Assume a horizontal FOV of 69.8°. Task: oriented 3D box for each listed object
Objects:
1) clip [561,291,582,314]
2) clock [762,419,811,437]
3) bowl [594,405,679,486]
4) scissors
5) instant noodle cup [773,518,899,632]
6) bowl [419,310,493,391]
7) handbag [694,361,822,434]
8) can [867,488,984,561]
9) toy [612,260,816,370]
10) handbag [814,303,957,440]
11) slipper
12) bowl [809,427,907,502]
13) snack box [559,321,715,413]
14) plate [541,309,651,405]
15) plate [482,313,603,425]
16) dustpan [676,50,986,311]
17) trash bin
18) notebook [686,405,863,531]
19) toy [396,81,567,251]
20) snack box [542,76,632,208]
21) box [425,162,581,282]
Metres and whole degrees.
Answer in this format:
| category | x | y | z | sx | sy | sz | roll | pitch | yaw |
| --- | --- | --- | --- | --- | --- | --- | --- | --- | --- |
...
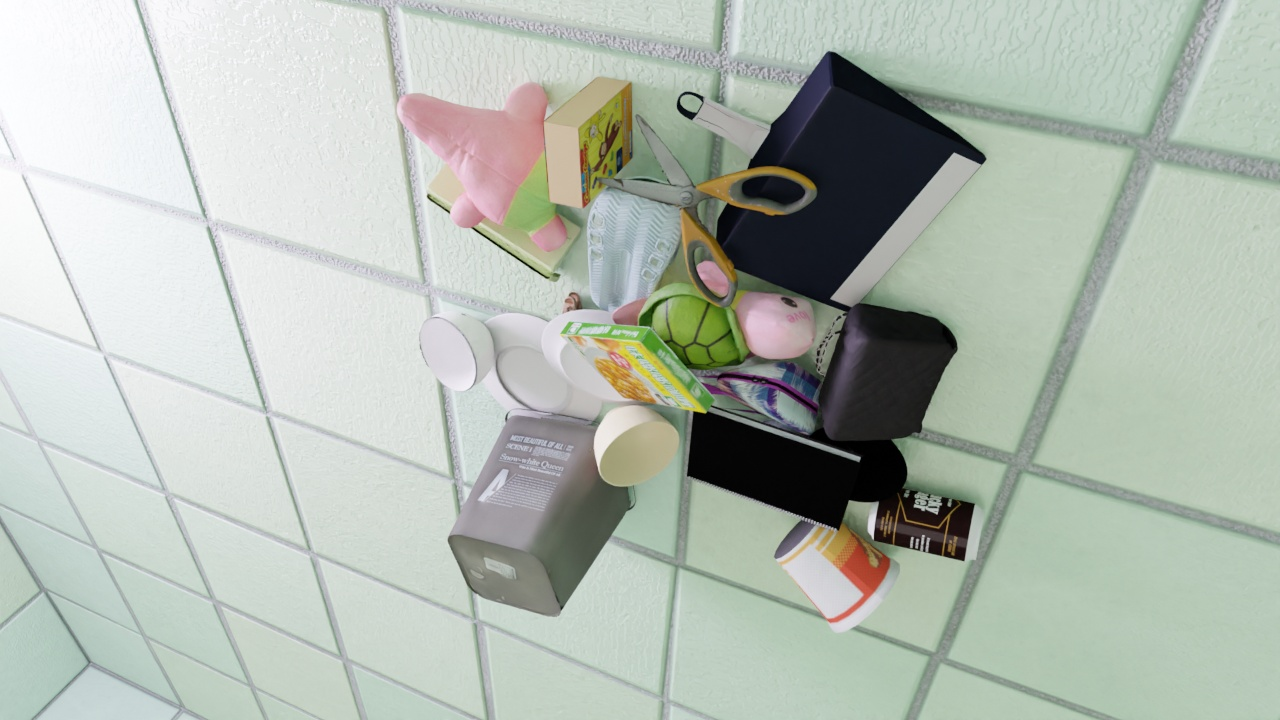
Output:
| category | x | y | z | sx | sy | sz | roll | pitch | yaw |
| --- | --- | --- | --- | --- | --- | --- | --- | --- | --- |
| clip | -0.091 | -0.058 | 1.193 | 0.024 | 0.044 | 0.062 | 14 | 145 | 17 |
| clock | 0.190 | 0.131 | 1.178 | 0.129 | 0.052 | 0.090 | 41 | 134 | -12 |
| bowl | -0.016 | 0.103 | 1.245 | 0.074 | 0.117 | 0.118 | -124 | 29 | -42 |
| scissors | 0.063 | -0.147 | 0.935 | 0.225 | 0.016 | 0.225 | 9 | 126 | 15 |
| instant noodle cup | 0.253 | 0.270 | 1.213 | 0.121 | 0.123 | 0.124 | 43 | 134 | 2 |
| bowl | -0.248 | -0.019 | 1.283 | 0.113 | 0.063 | 0.114 | 21 | 126 | 31 |
| handbag | 0.126 | 0.042 | 1.121 | 0.170 | 0.068 | 0.144 | 3 | 160 | 43 |
| can | 0.350 | 0.199 | 1.127 | 0.129 | 0.071 | 0.072 | 10 | 130 | 22 |
| toy | 0.085 | -0.038 | 1.053 | 0.238 | 0.087 | 0.190 | 3 | 144 | 22 |
| handbag | 0.271 | 0.006 | 1.024 | 0.125 | 0.114 | 0.154 | 5 | 128 | -4 |
| slipper | -0.006 | -0.132 | 1.061 | 0.104 | 0.074 | 0.246 | 23 | 150 | 4 |
| bowl | 0.266 | 0.109 | 1.114 | 0.124 | 0.052 | 0.124 | 15 | 132 | 18 |
| snack box | -0.007 | 0.006 | 1.097 | 0.168 | 0.027 | 0.132 | 7 | 146 | 53 |
| plate | -0.042 | 0.006 | 1.197 | 0.189 | 0.016 | 0.189 | 12 | 142 | 10 |
| plate | -0.150 | 0.025 | 1.305 | 0.209 | 0.015 | 0.209 | 15 | 131 | 18 |
| dustpan | 0.160 | -0.195 | 0.939 | 0.273 | 0.080 | 0.237 | 20 | 136 | -14 |
| trash bin | -0.144 | 0.219 | 1.305 | 0.198 | 0.219 | 0.198 | 9 | 134 | 22 |
| notebook | 0.160 | 0.134 | 1.139 | 0.207 | 0.016 | 0.149 | 18 | 139 | 15 |
| toy | -0.166 | -0.228 | 1.037 | 0.236 | 0.096 | 0.192 | 30 | 112 | -16 |
| snack box | -0.052 | -0.231 | 0.966 | 0.040 | 0.125 | 0.088 | 15 | 131 | 18 |
| box | -0.166 | -0.180 | 1.130 | 0.188 | 0.091 | 0.083 | 34 | 100 | 0 |
